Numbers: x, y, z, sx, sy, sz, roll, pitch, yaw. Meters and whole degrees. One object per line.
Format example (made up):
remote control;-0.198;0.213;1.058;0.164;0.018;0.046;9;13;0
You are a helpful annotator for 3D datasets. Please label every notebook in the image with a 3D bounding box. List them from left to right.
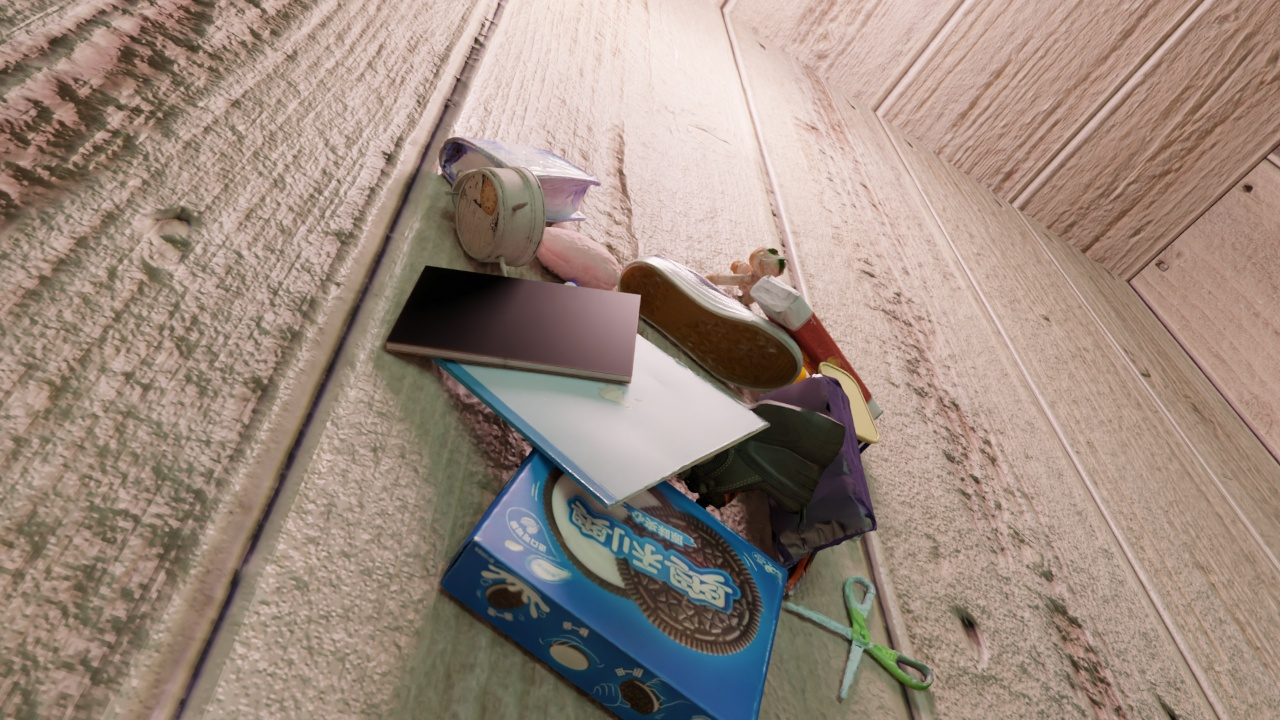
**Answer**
notebook;-0.107;-0.036;0.830;0.209;0.008;0.141;8;34;-2
notebook;-0.043;0.021;0.779;0.180;0.009;0.253;-21;42;-38

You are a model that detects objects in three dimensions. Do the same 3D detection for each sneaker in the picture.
sneaker;0.058;0.096;0.845;0.238;0.143;0.101;13;-1;22
sneaker;0.084;-0.047;1.070;0.235;0.088;0.079;32;28;4

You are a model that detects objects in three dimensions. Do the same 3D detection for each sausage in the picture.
sausage;0.161;0.186;0.889;0.020;0.020;0.155;42;30;7

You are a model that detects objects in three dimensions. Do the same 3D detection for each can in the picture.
can;0.201;0.074;1.012;0.056;0.092;0.116;23;33;-24

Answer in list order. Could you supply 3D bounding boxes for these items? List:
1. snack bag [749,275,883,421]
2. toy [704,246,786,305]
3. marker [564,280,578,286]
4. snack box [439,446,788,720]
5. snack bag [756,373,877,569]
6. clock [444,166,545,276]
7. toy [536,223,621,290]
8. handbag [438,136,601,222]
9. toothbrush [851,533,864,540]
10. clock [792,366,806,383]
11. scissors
snack bag;0.211;-0.008;1.093;0.225;0.041;0.077;50;-4;-34
toy;0.147;-0.115;1.211;0.085;0.106;0.074;-12;76;-44
marker;-0.099;-0.053;0.940;0.020;0.020;0.141;39;30;2
snack box;-0.007;0.165;0.700;0.239;0.056;0.195;37;29;-2
snack bag;0.163;0.099;0.891;0.058;0.096;0.205;51;25;-35
clock;-0.161;-0.159;0.951;0.061;0.104;0.157;-4;35;-40
toy;-0.072;-0.121;1.035;0.108;0.053;0.105;27;21;-18
handbag;-0.141;-0.212;1.075;0.126;0.069;0.158;36;26;26
toothbrush;0.182;0.144;0.972;0.135;0.017;0.022;40;43;3
clock;0.157;-0.007;1.131;0.129;0.044;0.098;49;31;5
scissors;0.201;0.254;0.850;0.171;0.023;0.171;31;36;-16
